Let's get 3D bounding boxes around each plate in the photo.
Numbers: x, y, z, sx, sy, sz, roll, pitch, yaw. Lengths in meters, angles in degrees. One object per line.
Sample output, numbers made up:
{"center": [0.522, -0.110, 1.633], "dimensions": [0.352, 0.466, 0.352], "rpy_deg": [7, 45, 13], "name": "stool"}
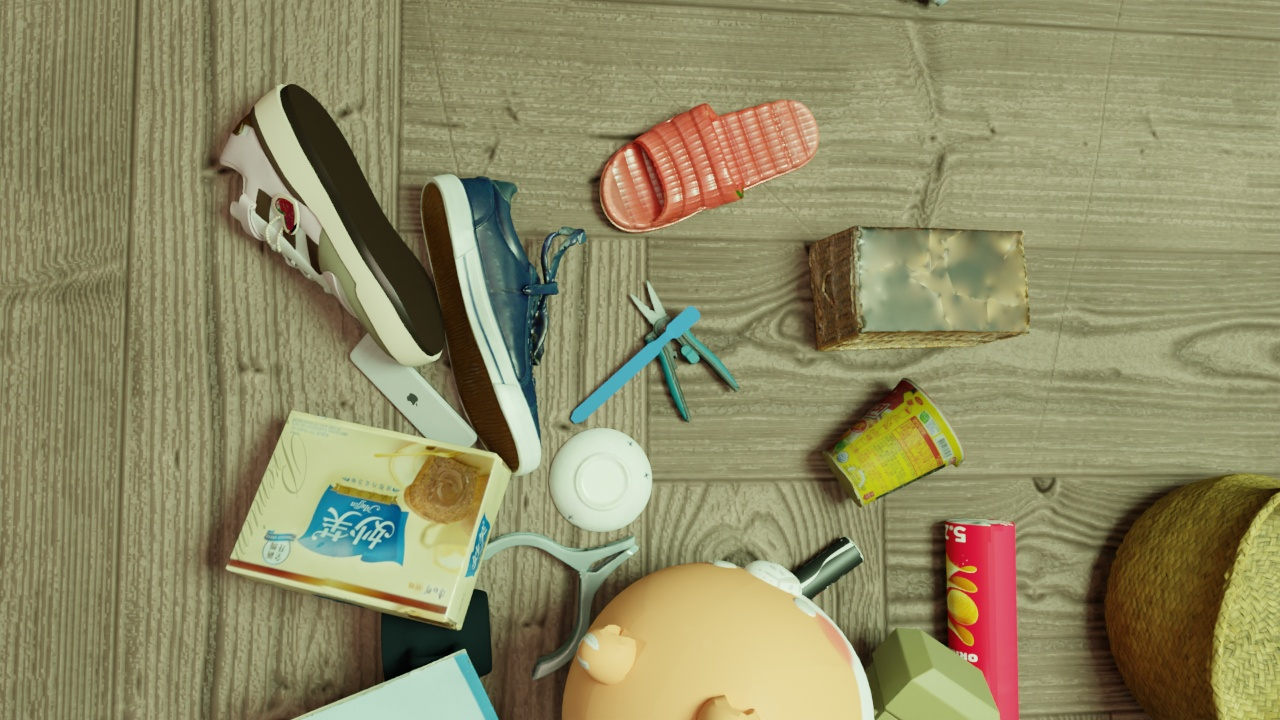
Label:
{"center": [-0.038, 0.119, 0.910], "dimensions": [0.104, 0.026, 0.104], "rpy_deg": [1, 86, -8], "name": "plate"}

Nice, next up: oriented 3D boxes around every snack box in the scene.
{"center": [-0.239, 0.141, 0.822], "dimensions": [0.207, 0.055, 0.153], "rpy_deg": [11, 66, 9], "name": "snack box"}

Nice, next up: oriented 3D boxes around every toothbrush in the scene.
{"center": [-0.005, 0.005, 0.919], "dimensions": [0.167, 0.014, 0.016], "rpy_deg": [-42, 86, 4], "name": "toothbrush"}

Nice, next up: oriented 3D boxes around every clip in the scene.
{"center": [-0.102, 0.207, 0.896], "dimensions": [0.164, 0.031, 0.168], "rpy_deg": [36, 82, -6], "name": "clip"}

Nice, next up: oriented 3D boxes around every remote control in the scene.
{"center": [-0.220, 0.035, 0.889], "dimensions": [0.146, 0.008, 0.045], "rpy_deg": [47, 118, -2], "name": "remote control"}

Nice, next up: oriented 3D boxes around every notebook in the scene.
{"center": [-0.199, 0.379, 0.817], "dimensions": [0.181, 0.009, 0.254], "rpy_deg": [-20, 119, -8], "name": "notebook"}

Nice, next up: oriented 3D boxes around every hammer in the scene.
{"center": [0.228, 0.392, 0.759], "dimensions": [0.100, 0.324, 0.190], "rpy_deg": [35, 107, -4], "name": "hammer"}

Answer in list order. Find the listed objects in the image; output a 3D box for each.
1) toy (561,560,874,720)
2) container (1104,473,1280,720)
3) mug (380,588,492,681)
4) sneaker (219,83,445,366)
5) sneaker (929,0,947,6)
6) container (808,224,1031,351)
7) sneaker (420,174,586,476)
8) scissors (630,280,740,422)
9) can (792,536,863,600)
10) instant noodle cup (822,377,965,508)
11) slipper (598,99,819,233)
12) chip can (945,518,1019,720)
{"center": [0.061, 0.295, 0.782], "dimensions": [0.263, 0.281, 0.265], "rpy_deg": [22, 76, 31], "name": "toy"}
{"center": [0.626, 0.264, 0.905], "dimensions": [0.307, 0.197, 0.307], "rpy_deg": [1, 85, -9], "name": "container"}
{"center": [-0.184, 0.257, 0.833], "dimensions": [0.094, 0.122, 0.085], "rpy_deg": [-4, 91, -10], "name": "mug"}
{"center": [-0.298, -0.106, 0.856], "dimensions": [0.116, 0.111, 0.294], "rpy_deg": [-32, 89, 11], "name": "sneaker"}
{"center": [0.360, -0.502, 0.981], "dimensions": [0.256, 0.093, 0.160], "rpy_deg": [-42, 101, -9], "name": "sneaker"}
{"center": [0.279, -0.072, 0.922], "dimensions": [0.198, 0.113, 0.113], "rpy_deg": [-2, 86, -9], "name": "container"}
{"center": [-0.117, -0.040, 0.884], "dimensions": [0.127, 0.121, 0.294], "rpy_deg": [-10, 85, -31], "name": "sneaker"}
{"center": [0.041, -0.004, 0.933], "dimensions": [0.151, 0.019, 0.119], "rpy_deg": [23, 87, -1], "name": "scissors"}
{"center": [0.185, 0.214, 0.931], "dimensions": [0.080, 0.031, 0.031], "rpy_deg": [-33, 91, -8], "name": "can"}
{"center": [0.247, 0.087, 0.921], "dimensions": [0.112, 0.100, 0.100], "rpy_deg": [-32, 91, 0], "name": "instant noodle cup"}
{"center": [0.074, -0.208, 0.931], "dimensions": [0.248, 0.059, 0.103], "rpy_deg": [-23, 90, -10], "name": "slipper"}
{"center": [0.346, 0.274, 0.930], "dimensions": [0.069, 0.069, 0.220], "rpy_deg": [1, 86, -8], "name": "chip can"}
